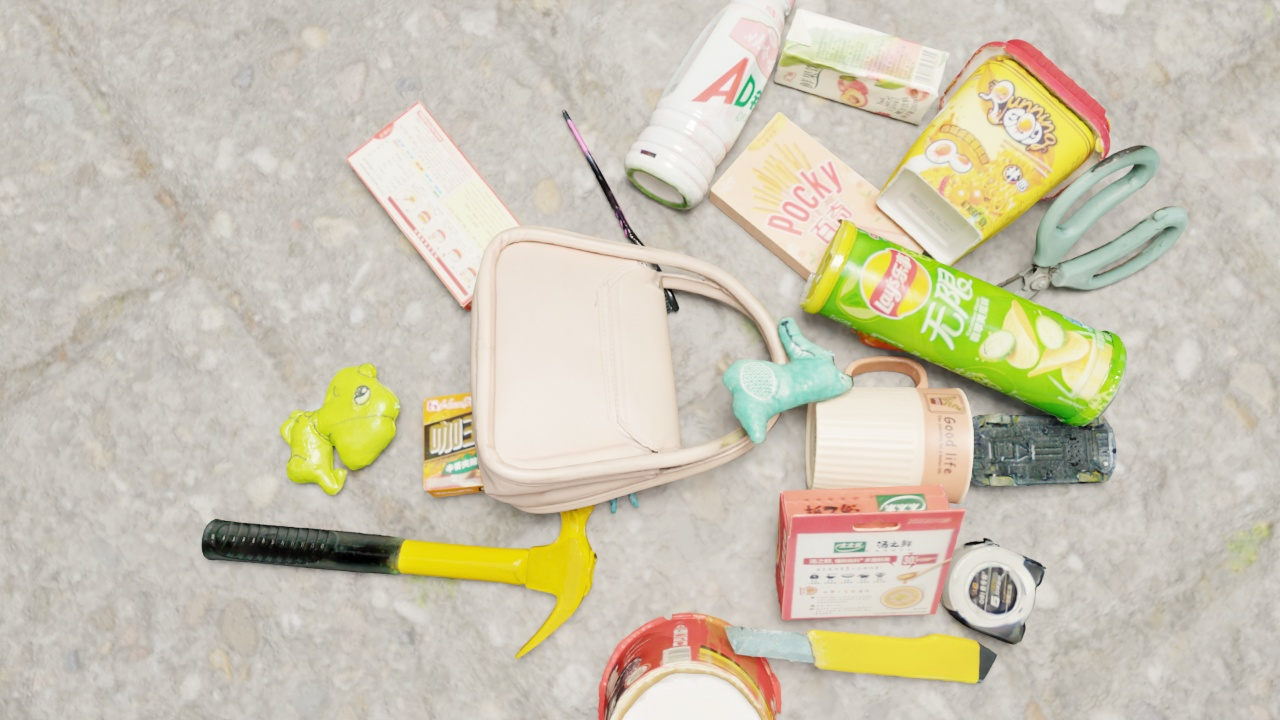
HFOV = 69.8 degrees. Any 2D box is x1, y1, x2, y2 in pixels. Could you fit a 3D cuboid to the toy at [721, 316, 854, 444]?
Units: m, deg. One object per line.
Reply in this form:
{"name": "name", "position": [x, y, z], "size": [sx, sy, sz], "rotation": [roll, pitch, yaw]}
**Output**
{"name": "toy", "position": [0.101, 0.011, 0.641], "size": [0.092, 0.030, 0.096], "rotation": [-11, 55, -13]}

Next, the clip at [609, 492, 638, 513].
{"name": "clip", "position": [-0.018, 0.089, 0.708], "size": [0.047, 0.014, 0.057], "rotation": [-10, 81, -1]}

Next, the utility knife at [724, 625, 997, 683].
{"name": "utility knife", "position": [0.159, 0.206, 0.656], "size": [0.216, 0.015, 0.033], "rotation": [10, 75, -14]}

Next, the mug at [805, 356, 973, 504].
{"name": "mug", "position": [0.178, 0.047, 0.674], "size": [0.106, 0.082, 0.114], "rotation": [2, 57, 5]}

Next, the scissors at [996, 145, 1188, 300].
{"name": "scissors", "position": [0.309, -0.087, 0.658], "size": [0.177, 0.171, 0.019], "rotation": [-24, 51, 7]}

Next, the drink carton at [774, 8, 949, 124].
{"name": "drink carton", "position": [0.170, -0.229, 0.711], "size": [0.122, 0.053, 0.045], "rotation": [19, 81, 5]}

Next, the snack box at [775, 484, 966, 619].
{"name": "snack box", "position": [0.154, 0.128, 0.640], "size": [0.113, 0.127, 0.044], "rotation": [-2, 43, 3]}

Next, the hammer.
{"name": "hammer", "position": [-0.184, 0.150, 0.701], "size": [0.301, 0.033, 0.128], "rotation": [5, 83, 3]}

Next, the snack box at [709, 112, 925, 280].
{"name": "snack box", "position": [0.139, -0.111, 0.714], "size": [0.157, 0.026, 0.084], "rotation": [40, 87, 6]}

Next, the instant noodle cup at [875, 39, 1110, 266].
{"name": "instant noodle cup", "position": [0.246, -0.142, 0.661], "size": [0.123, 0.116, 0.116], "rotation": [-44, 84, -9]}

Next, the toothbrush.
{"name": "toothbrush", "position": [-0.020, -0.119, 0.730], "size": [0.018, 0.014, 0.189], "rotation": [-30, 83, 9]}

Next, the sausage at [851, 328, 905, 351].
{"name": "sausage", "position": [0.244, -0.012, 0.700], "size": [0.165, 0.021, 0.021], "rotation": [7, 84, 4]}

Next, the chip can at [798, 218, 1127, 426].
{"name": "chip can", "position": [0.229, -0.026, 0.652], "size": [0.221, 0.072, 0.072], "rotation": [24, 86, 2]}

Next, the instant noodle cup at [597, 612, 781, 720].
{"name": "instant noodle cup", "position": [0.032, 0.254, 0.640], "size": [0.138, 0.108, 0.138], "rotation": [0, 84, 3]}

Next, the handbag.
{"name": "handbag", "position": [-0.004, 0.004, 0.663], "size": [0.234, 0.093, 0.193], "rotation": [-3, 70, -7]}

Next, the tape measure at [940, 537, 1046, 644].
{"name": "tape measure", "position": [0.255, 0.167, 0.675], "size": [0.066, 0.033, 0.065], "rotation": [24, 84, 3]}

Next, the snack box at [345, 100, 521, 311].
{"name": "snack box", "position": [-0.156, -0.123, 0.731], "size": [0.077, 0.027, 0.156], "rotation": [-39, 84, -2]}

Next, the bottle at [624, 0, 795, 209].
{"name": "bottle", "position": [0.060, -0.215, 0.710], "size": [0.068, 0.068, 0.196], "rotation": [29, 83, 6]}

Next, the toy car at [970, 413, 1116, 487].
{"name": "toy car", "position": [0.293, 0.066, 0.683], "size": [0.120, 0.037, 0.054], "rotation": [-1, 82, -7]}

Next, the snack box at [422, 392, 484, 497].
{"name": "snack box", "position": [-0.088, 0.058, 0.699], "size": [0.154, 0.026, 0.075], "rotation": [-7, 69, 3]}

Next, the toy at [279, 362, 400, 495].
{"name": "toy", "position": [-0.231, 0.054, 0.714], "size": [0.100, 0.031, 0.096], "rotation": [-11, 83, 6]}
